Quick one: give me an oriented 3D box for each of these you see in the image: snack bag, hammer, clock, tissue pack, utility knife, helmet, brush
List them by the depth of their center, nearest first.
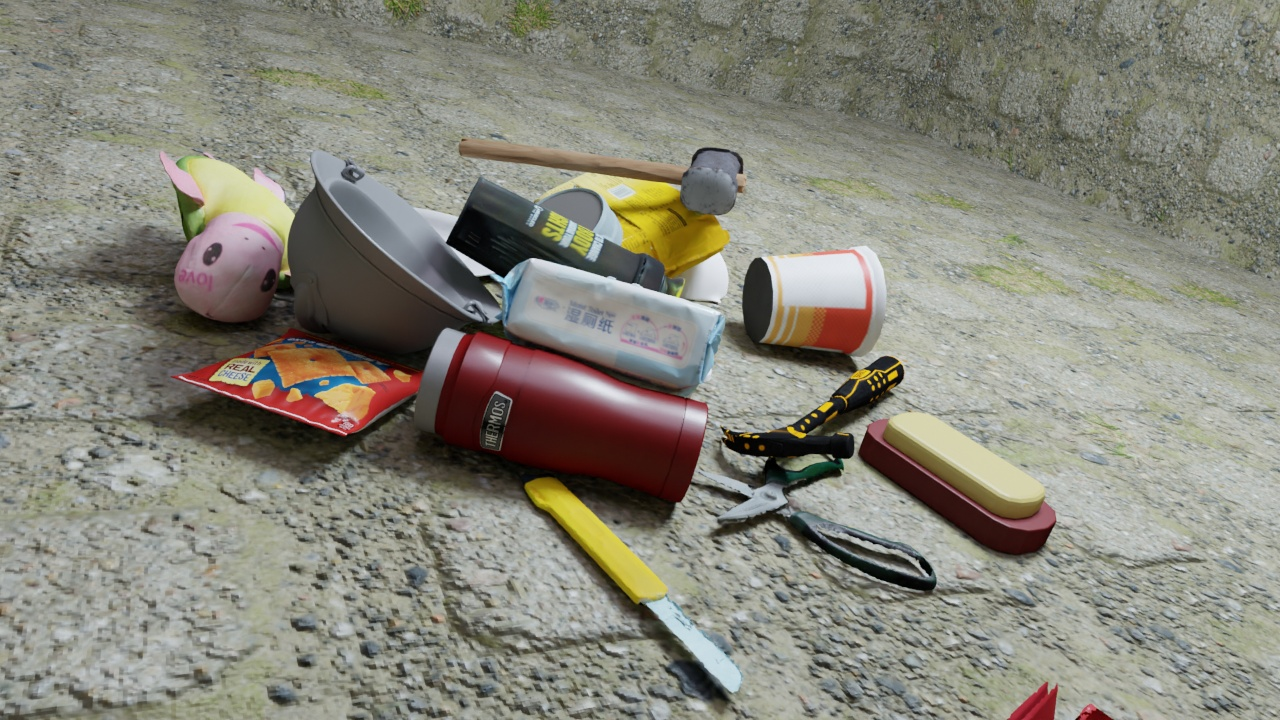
[{"bbox_3d":[-0.011,0.130,0.577,0.030,0.019,0.225,-11,29,-36],"label":"utility knife"},{"bbox_3d":[-0.238,0.015,0.671,0.131,0.039,0.143,17,18,7],"label":"snack bag"},{"bbox_3d":[-0.028,-0.025,0.715,0.182,0.070,0.112,18,-7,-1],"label":"tissue pack"},{"bbox_3d":[-0.225,-0.064,0.767,0.183,0.118,0.271,48,3,6],"label":"helmet"},{"bbox_3d":[0.272,0.096,0.788,0.082,0.042,0.173,-6,31,-39],"label":"brush"},{"bbox_3d":[0.181,0.040,0.850,0.123,0.036,0.319,0,10,31],"label":"hammer"},{"bbox_3d":[-0.080,-0.124,0.985,0.122,0.045,0.159,-28,41,4],"label":"clock"},{"bbox_3d":[-0.044,-0.221,1.035,0.328,0.052,0.097,9,29,7],"label":"hammer"},{"bbox_3d":[-0.019,-0.163,1.088,0.159,0.068,0.247,-27,40,-19],"label":"snack bag"}]

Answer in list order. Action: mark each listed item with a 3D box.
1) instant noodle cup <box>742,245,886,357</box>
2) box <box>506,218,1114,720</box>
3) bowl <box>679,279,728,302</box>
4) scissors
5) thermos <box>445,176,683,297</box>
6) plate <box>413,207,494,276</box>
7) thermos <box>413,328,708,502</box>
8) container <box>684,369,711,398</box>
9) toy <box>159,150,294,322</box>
[{"bbox_3d":[0.185,-0.066,1.013,0.121,0.124,0.123,0,27,-14],"label":"instant noodle cup"},{"bbox_3d":[0.131,0.110,0.447,0.213,0.172,0.478,-10,72,-45],"label":"box"},{"bbox_3d":[0.057,-0.119,1.126,0.114,0.051,0.114,12,24,-6],"label":"bowl"},{"bbox_3d":[0.142,0.116,0.703,0.204,0.015,0.201,32,29,31],"label":"scissors"},{"bbox_3d":[-0.071,-0.088,0.871,0.220,0.098,0.098,28,21,-14],"label":"thermos"},{"bbox_3d":[-0.242,-0.129,1.016,0.208,0.015,0.208,12,24,-6],"label":"plate"},{"bbox_3d":[-0.056,0.035,0.678,0.198,0.084,0.107,16,25,-2],"label":"thermos"},{"bbox_3d":[-0.005,0.005,0.817,0.129,0.050,0.080,14,24,-2],"label":"container"},{"bbox_3d":[-0.357,-0.115,0.819,0.190,0.088,0.238,45,12,-42],"label":"toy"}]
